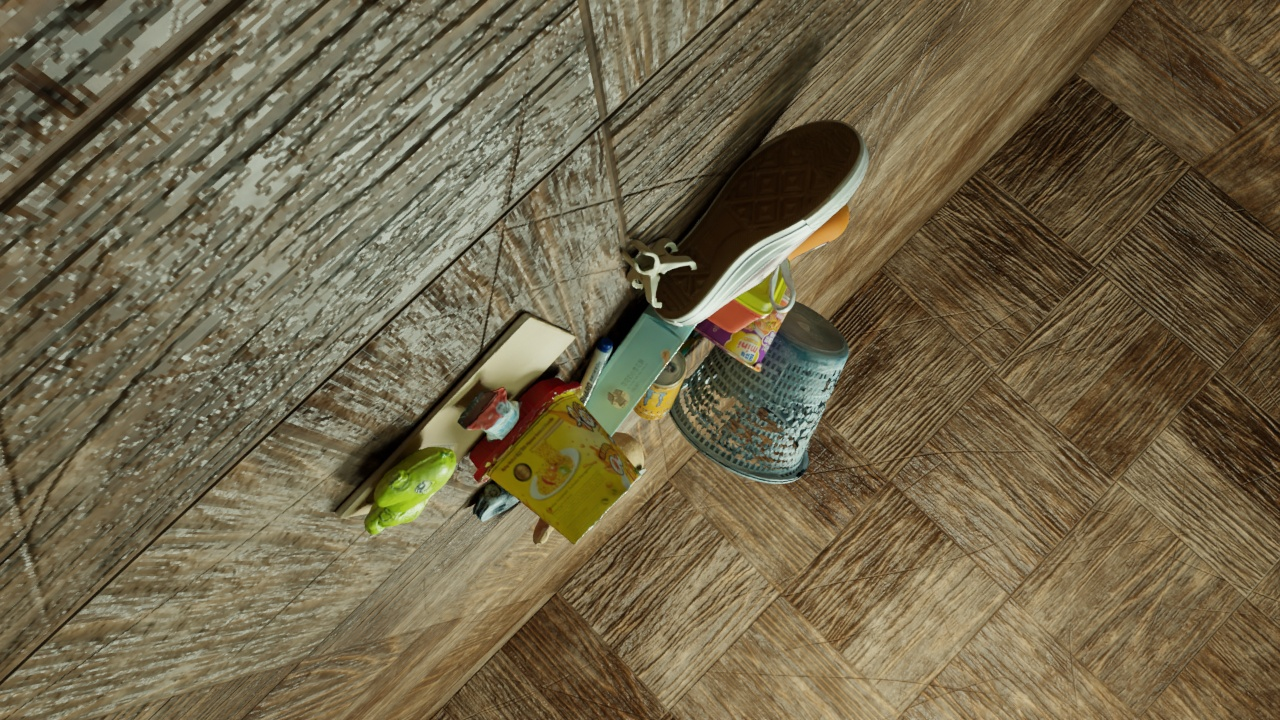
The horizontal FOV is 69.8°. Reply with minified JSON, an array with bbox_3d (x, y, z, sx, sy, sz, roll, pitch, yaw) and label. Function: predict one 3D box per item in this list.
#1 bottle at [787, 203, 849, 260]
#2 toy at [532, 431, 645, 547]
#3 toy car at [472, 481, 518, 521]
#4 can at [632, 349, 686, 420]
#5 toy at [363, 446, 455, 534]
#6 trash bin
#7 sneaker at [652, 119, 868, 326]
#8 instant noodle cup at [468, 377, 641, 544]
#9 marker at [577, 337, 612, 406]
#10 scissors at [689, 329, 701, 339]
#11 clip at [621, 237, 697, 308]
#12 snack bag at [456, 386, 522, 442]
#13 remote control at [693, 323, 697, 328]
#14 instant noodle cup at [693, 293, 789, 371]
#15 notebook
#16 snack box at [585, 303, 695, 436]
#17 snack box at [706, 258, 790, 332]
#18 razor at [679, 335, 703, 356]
[{"bbox_3d":[0.183,-0.152,1.108,0.149,0.066,0.067,-34,166,-21],"label":"bottle"},{"bbox_3d":[-0.078,0.175,1.282,0.225,0.082,0.144,-27,147,-53],"label":"toy"},{"bbox_3d":[-0.144,0.142,1.030,0.105,0.031,0.049,-39,168,-37],"label":"toy car"},{"bbox_3d":[0.021,0.029,1.164,0.058,0.058,0.146,-42,169,-17],"label":"can"},{"bbox_3d":[-0.172,0.095,0.691,0.100,0.031,0.096,-45,170,21],"label":"toy"},{"bbox_3d":[0.177,0.024,1.275,0.226,0.226,0.195,-29,150,-58],"label":"trash bin"},{"bbox_3d":[0.113,-0.117,0.839,0.242,0.118,0.087,-44,153,23],"label":"sneaker"},{"bbox_3d":[-0.072,0.094,0.842,0.116,0.123,0.116,-46,175,8],"label":"instant noodle cup"},{"bbox_3d":[-0.059,0.036,0.934,0.016,0.017,0.146,-32,153,-52],"label":"marker"},{"bbox_3d":[0.126,-0.096,1.235,0.174,0.014,0.133,-42,168,-31],"label":"scissors"},{"bbox_3d":[0.018,-0.088,0.781,0.095,0.035,0.102,-38,160,-16],"label":"clip"},{"bbox_3d":[-0.115,0.044,0.730,0.045,0.026,0.105,-54,172,-8],"label":"snack bag"},{"bbox_3d":[0.041,-0.048,0.980,0.150,0.021,0.058,-54,-153,36],"label":"remote control"},{"bbox_3d":[0.129,-0.057,1.147,0.099,0.111,0.111,-55,169,5],"label":"instant noodle cup"},{"bbox_3d":[-0.141,0.047,0.741,0.208,0.008,0.147,-46,169,4],"label":"notebook"},{"bbox_3d":[-0.006,0.006,0.950,0.175,0.051,0.074,-54,-179,37],"label":"snack box"},{"bbox_3d":[0.111,-0.082,1.006,0.080,0.082,0.091,-46,-167,55],"label":"snack box"},{"bbox_3d":[0.065,-0.007,1.274,0.132,0.028,0.043,-49,-177,-10],"label":"razor"}]
